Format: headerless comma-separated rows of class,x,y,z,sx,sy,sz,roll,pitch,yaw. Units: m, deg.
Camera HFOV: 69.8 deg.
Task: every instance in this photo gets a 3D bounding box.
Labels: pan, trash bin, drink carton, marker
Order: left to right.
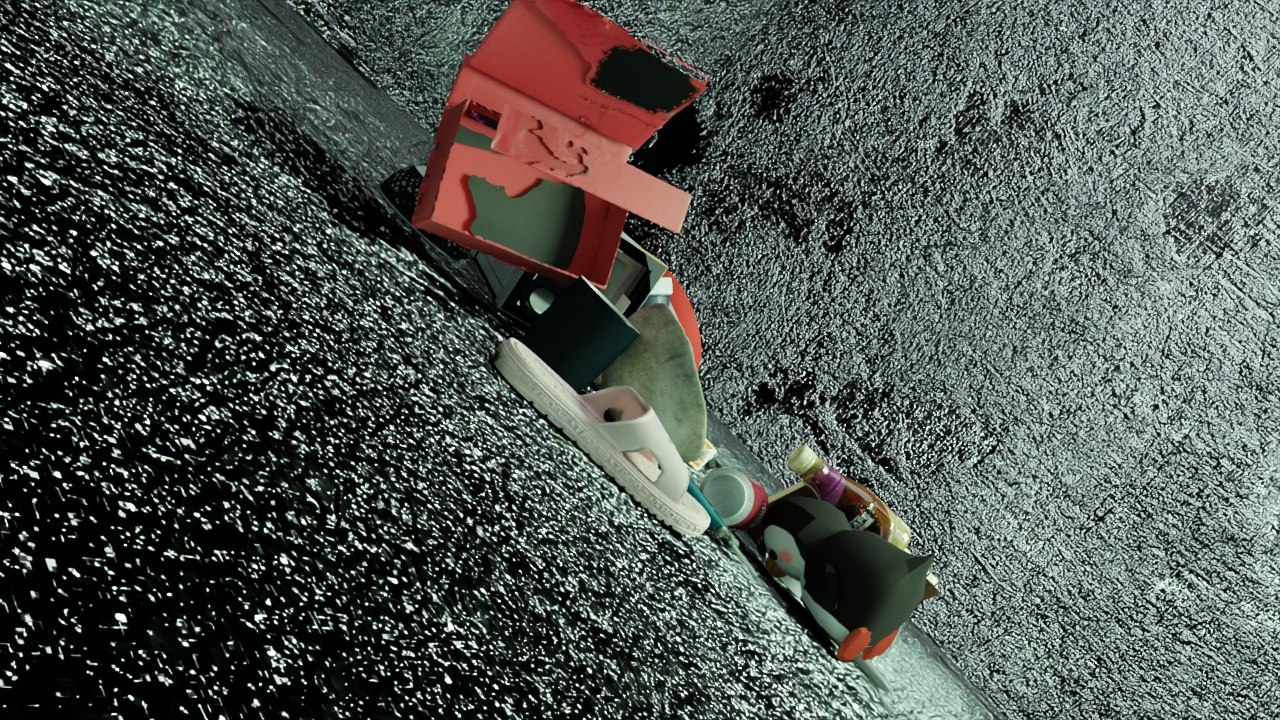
trash bin,-0.099,-0.128,1.153,0.142,0.142,0.247,31,9,-27
pan,0.039,0.015,1.428,0.209,0.067,0.356,-2,-71,60
drink carton,0.056,0.103,1.336,0.058,0.040,0.122,42,4,-41
marker,0.231,0.320,1.038,0.138,0.016,0.022,47,-20,21

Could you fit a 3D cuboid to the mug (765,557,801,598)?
mug,0.218,0.245,1.134,0.073,0.089,0.105,48,4,40

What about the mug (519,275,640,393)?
mug,-0.075,-0.036,0.931,0.121,0.094,0.085,46,3,13

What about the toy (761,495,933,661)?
toy,0.217,0.216,1.016,0.184,0.140,0.159,43,13,36

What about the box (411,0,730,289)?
box,-0.080,-0.242,0.932,0.210,0.319,0.121,21,14,-31

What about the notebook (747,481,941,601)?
notebook,0.262,0.247,1.199,0.225,0.168,0.024,44,42,-10

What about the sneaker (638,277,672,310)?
sneaker,-0.050,-0.057,1.344,0.120,0.127,0.295,-4,5,-33

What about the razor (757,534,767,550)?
razor,0.209,0.279,1.211,0.144,0.022,0.043,44,2,-11

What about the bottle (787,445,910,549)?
bottle,0.245,0.167,1.095,0.166,0.059,0.059,44,3,-2

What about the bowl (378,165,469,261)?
bowl,-0.229,-0.177,1.042,0.120,0.066,0.120,45,3,-4

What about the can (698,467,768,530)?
can,0.108,0.160,1.051,0.063,0.063,0.114,46,3,22

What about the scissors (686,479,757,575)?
scissors,0.072,0.163,0.952,0.148,0.019,0.123,51,0,5

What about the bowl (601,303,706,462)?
bowl,0.003,0.031,0.989,0.179,0.081,0.178,166,-90,-73

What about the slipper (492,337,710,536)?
slipper,-0.020,0.054,0.782,0.239,0.064,0.094,42,4,-17

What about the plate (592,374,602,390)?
plate,-0.035,0.034,1.224,0.230,0.021,0.229,45,3,-4
